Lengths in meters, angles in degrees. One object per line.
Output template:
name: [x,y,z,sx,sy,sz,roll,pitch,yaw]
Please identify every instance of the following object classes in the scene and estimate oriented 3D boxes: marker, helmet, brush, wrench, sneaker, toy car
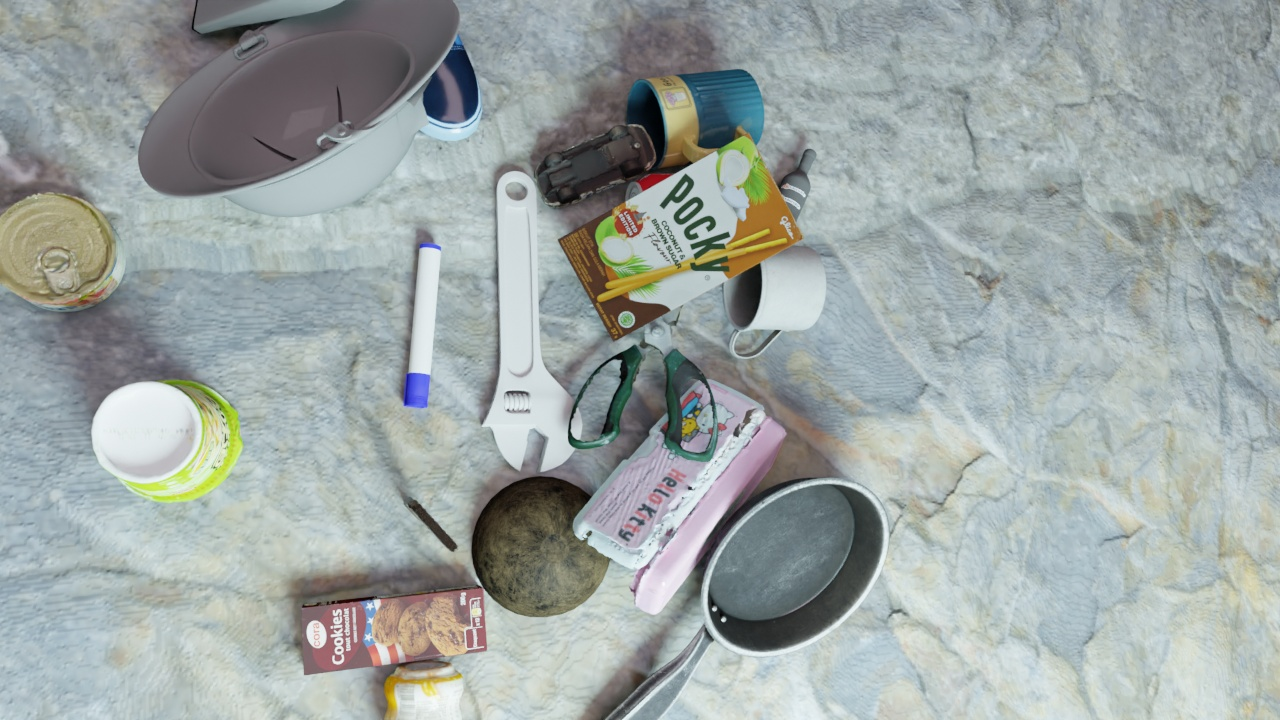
marker: [-0.188,-0.030,0.791,0.020,0.020,0.141,6,80,-17]
helmet: [-0.252,-0.185,0.747,0.270,0.118,0.183,-37,58,-14]
brush: [-0.170,0.119,0.708,0.008,0.143,0.045,-43,104,-17]
wrench: [-0.098,-0.037,0.822,0.086,0.018,0.273,1,80,-17]
sneaker: [-0.206,-0.310,0.786,0.083,0.098,0.241,-25,90,-19]
toy car: [-0.041,-0.177,0.841,0.113,0.040,0.048,-21,82,5]

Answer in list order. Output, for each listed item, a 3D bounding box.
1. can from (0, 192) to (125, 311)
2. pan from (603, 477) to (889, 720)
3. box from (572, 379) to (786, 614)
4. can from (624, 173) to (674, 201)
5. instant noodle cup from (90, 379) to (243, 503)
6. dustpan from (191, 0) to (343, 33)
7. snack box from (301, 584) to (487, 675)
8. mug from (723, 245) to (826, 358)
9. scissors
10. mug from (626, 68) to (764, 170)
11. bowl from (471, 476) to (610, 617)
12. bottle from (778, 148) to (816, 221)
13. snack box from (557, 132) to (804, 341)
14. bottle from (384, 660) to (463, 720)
can: [-0.446,-0.082,0.706,0.086,0.043,0.086,3,81,-16]
pan: [0.070,0.234,0.799,0.357,0.055,0.187,-38,124,-3]
box: [0.033,0.110,0.802,0.102,0.087,0.201,35,58,15]
can: [0.043,-0.142,0.855,0.104,0.064,0.064,-4,83,-18]
instant noodle cup: [-0.355,0.056,0.679,0.099,0.108,0.099,2,81,-16]
dustpan: [-0.247,-0.358,0.734,0.258,0.033,0.163,-4,75,27]
snack box: [-0.198,0.217,0.743,0.140,0.032,0.051,-2,82,-18]
mug: [0.123,-0.055,0.865,0.070,0.084,0.113,1,111,-20]
scissors: [-0.008,0.002,0.822,0.147,0.015,0.209,-9,59,2]
mug: [0.058,-0.217,0.853,0.107,0.083,0.113,-13,46,-22]
bowl: [-0.078,0.158,0.776,0.121,0.056,0.121,3,81,-17]
bottle: [0.149,-0.161,0.909,0.030,0.030,0.112,28,75,-11]
snack box: [0.034,-0.105,0.799,0.186,0.031,0.101,-28,94,6]
bottle: [-0.171,0.296,0.723,0.063,0.063,0.108,2,81,-17]
